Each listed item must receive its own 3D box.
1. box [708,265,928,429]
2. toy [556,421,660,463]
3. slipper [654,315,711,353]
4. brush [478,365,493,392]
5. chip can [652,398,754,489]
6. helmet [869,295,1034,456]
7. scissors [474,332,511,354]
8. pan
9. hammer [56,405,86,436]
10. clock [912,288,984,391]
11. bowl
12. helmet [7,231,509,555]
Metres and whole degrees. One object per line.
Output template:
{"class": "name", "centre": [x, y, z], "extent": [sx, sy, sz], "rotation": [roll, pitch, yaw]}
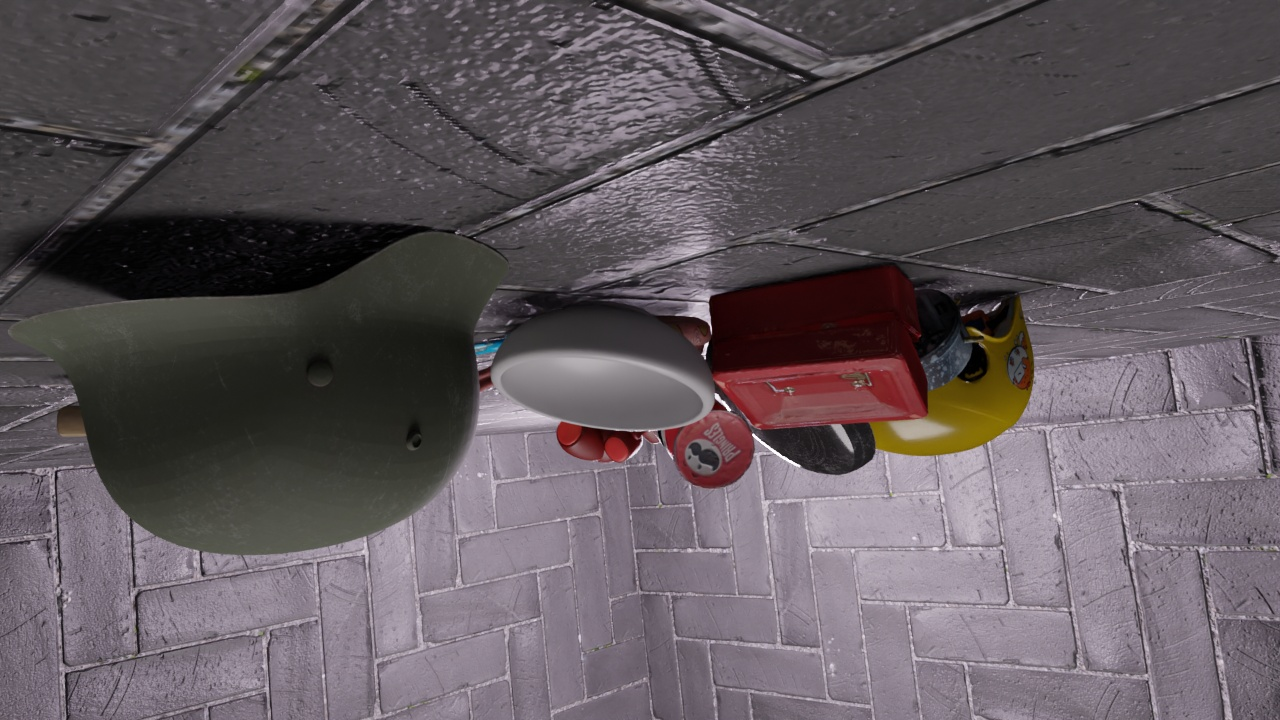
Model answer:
{"class": "box", "centre": [0.147, -0.022, 0.756], "extent": [0.158, 0.122, 0.136], "rotation": [-5, 157, 24]}
{"class": "toy", "centre": [-0.005, 0.065, 1.244], "extent": [0.197, 0.120, 0.158], "rotation": [-18, -152, 18]}
{"class": "slipper", "centre": [-0.005, 0.005, 0.861], "extent": [0.093, 0.081, 0.198], "rotation": [-4, 176, -30]}
{"class": "brush", "centre": [-0.114, 0.007, 0.800], "extent": [0.172, 0.041, 0.030], "rotation": [-22, -174, -6]}
{"class": "chip can", "centre": [0.041, 0.051, 0.897], "extent": [0.073, 0.073, 0.233], "rotation": [-5, -166, -11]}
{"class": "helmet", "centre": [0.308, 0.037, 0.977], "extent": [0.239, 0.139, 0.209], "rotation": [-22, -179, -24]}
{"class": "scissors", "centre": [-0.125, -0.015, 0.872], "extent": [0.141, 0.015, 0.083], "rotation": [-13, 171, 34]}
{"class": "pan", "centre": [0.099, 0.034, 0.981], "extent": [0.040, 0.208, 0.357], "rotation": [-46, -151, -19]}
{"class": "hammer", "centre": [-0.352, 0.057, 0.834], "extent": [0.322, 0.051, 0.117], "rotation": [1, 179, -6]}
{"class": "clock", "centre": [0.237, -0.010, 0.828], "extent": [0.130, 0.090, 0.052], "rotation": [-30, 126, 18]}
{"class": "bowl", "centre": [-0.027, -0.001, 0.729], "extent": [0.176, 0.066, 0.177], "rotation": [6, 159, 2]}
{"class": "helmet", "centre": [-0.191, 0.027, 0.505], "extent": [0.227, 0.153, 0.267], "rotation": [-9, 174, 27]}
